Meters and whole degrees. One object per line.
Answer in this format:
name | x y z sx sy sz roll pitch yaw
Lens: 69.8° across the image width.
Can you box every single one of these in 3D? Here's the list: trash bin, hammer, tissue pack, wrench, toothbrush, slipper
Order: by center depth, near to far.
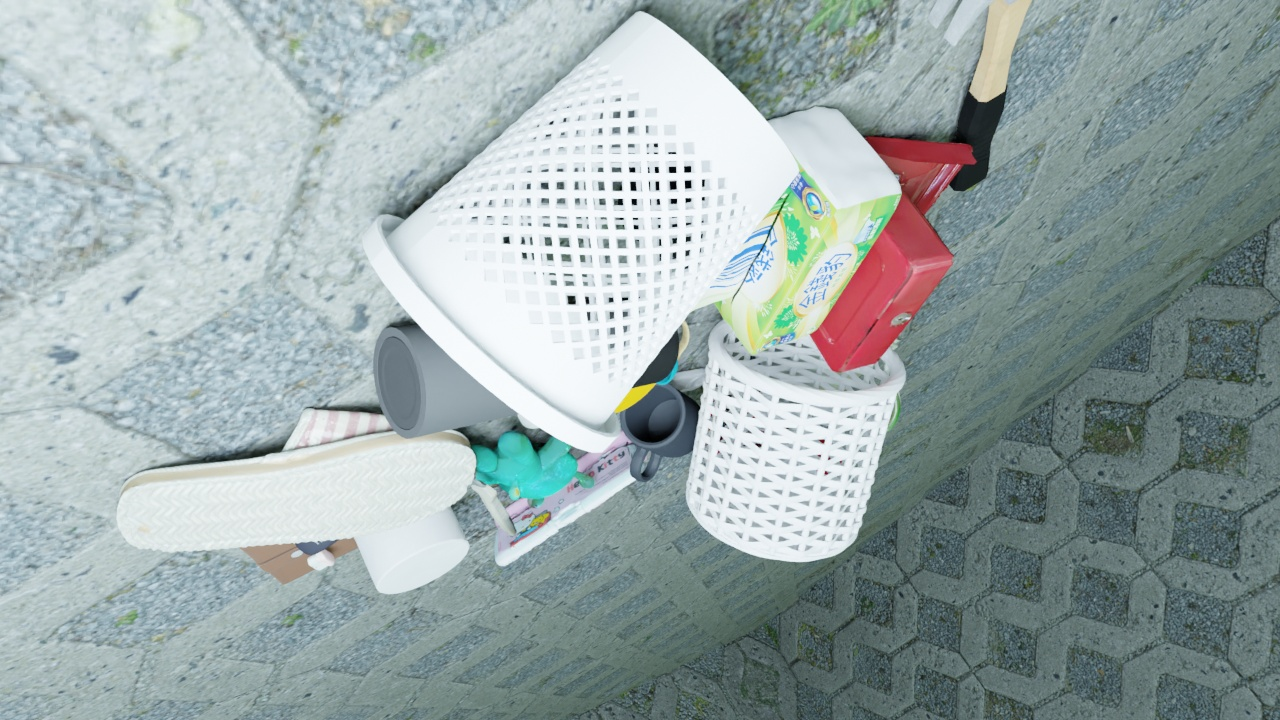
trash bin | -0.023 -0.084 0.552 0.200 0.195 0.195 -46 155 7
slipper | -0.264 0.091 0.723 0.262 0.052 0.115 -6 133 -23
tissue pack | 0.100 -0.095 0.757 0.141 0.120 0.198 -18 146 -27
hammer | 0.306 -0.248 0.801 0.131 0.039 0.328 -31 157 -1
toothbrush | -0.320 0.153 0.810 0.018 0.015 0.181 -26 149 -3
wrench | -0.018 0.033 0.971 0.272 0.018 0.066 -8 146 -46

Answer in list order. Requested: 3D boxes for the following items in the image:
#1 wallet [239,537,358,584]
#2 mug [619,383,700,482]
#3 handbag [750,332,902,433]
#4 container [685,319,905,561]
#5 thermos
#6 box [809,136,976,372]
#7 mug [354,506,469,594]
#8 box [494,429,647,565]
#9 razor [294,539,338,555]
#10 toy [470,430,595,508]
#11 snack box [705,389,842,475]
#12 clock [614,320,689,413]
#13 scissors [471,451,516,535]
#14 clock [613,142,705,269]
wallet | -0.321 0.175 0.875 0.087 0.013 0.121 -26 154 -14
mug | 0.018 0.079 0.971 0.105 0.071 0.077 -67 157 -5
handbag | 0.219 0.006 1.010 0.152 0.176 0.073 -46 153 28
container | 0.149 0.071 0.923 0.188 0.189 0.187 -14 123 -37
thermos | -0.084 -0.002 0.738 0.239 0.082 0.082 -12 149 -39
box | 0.222 -0.092 0.831 0.156 0.170 0.157 3 145 -13
mug | -0.215 0.159 0.880 0.091 0.090 0.121 -41 155 18
box | -0.084 0.153 1.070 0.201 0.066 0.153 -34 177 4
razor | -0.250 0.121 0.807 0.143 0.047 0.052 -42 -164 6
toy | -0.115 0.112 0.929 0.131 0.072 0.193 -20 159 10
snack box | 0.156 0.105 1.154 0.132 0.152 0.036 -27 156 -12
clock | -0.005 0.005 0.886 0.129 0.043 0.099 -39 154 -5
scissors | -0.164 0.121 0.879 0.179 0.185 0.015 48 61 -31
clock | 0.037 -0.120 0.650 0.121 0.091 0.042 -29 150 27
